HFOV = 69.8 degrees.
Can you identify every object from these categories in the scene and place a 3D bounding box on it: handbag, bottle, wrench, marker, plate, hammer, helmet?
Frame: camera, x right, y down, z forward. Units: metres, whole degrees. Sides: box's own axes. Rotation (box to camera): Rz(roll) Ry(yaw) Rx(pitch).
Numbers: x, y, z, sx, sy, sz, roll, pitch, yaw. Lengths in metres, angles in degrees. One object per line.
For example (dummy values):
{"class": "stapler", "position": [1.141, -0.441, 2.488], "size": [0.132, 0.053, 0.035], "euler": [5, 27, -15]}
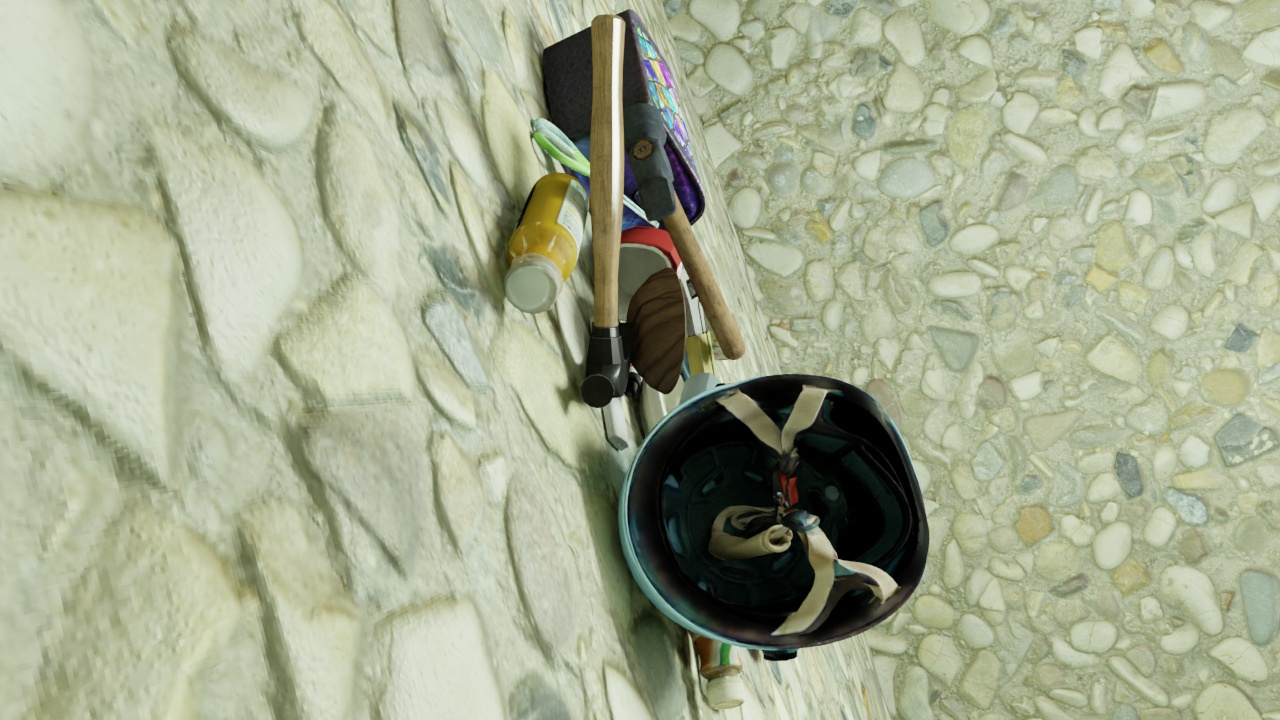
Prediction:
{"class": "handbag", "position": [-0.010, -0.259, 1.060], "size": [0.222, 0.126, 0.204], "euler": [49, 25, -54]}
{"class": "bottle", "position": [0.065, 0.231, 0.842], "size": [0.059, 0.059, 0.167], "euler": [55, 21, -52]}
{"class": "wrench", "position": [0.069, -0.012, 1.043], "size": [0.083, 0.018, 0.273], "euler": [-9, 88, -57]}
{"class": "marker", "position": [-0.006, 0.005, 0.951], "size": [0.145, 0.019, 0.019], "euler": [-79, 148, -66]}
{"class": "plate", "position": [0.036, 0.081, 0.985], "size": [0.182, 0.034, 0.182], "euler": [-18, 90, -78]}
{"class": "bottle", "position": [0.064, 0.068, 0.933], "size": [0.161, 0.046, 0.072], "euler": [-63, 134, -73]}
{"class": "hammer", "position": [0.055, -0.095, 0.912], "size": [0.322, 0.040, 0.129], "euler": [58, 17, -51]}
{"class": "helmet", "position": [0.097, 0.136, 0.773], "size": [0.167, 0.265, 0.225], "euler": [133, -51, -61]}
{"class": "bottle", "position": [-0.074, -0.094, 0.720], "size": [0.185, 0.053, 0.053], "euler": [-86, 155, -60]}
{"class": "hammer", "position": [-0.027, -0.123, 0.761], "size": [0.132, 0.040, 0.305], "euler": [-67, 158, -80]}

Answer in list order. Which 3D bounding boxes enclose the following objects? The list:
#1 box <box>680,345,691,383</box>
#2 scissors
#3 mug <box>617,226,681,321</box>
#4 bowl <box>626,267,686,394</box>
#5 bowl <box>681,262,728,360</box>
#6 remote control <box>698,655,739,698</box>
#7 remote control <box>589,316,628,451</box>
{"class": "box", "position": [0.022, -0.033, 1.092], "size": [0.209, 0.039, 0.126], "euler": [68, -9, -18]}
{"class": "scissors", "position": [-0.043, -0.184, 0.934], "size": [0.174, 0.033, 0.065], "euler": [30, 24, -30]}
{"class": "mug", "position": [-0.002, -0.076, 0.963], "size": [0.096, 0.080, 0.116], "euler": [-67, 166, -71]}
{"class": "bowl", "position": [0.009, -0.028, 0.859], "size": [0.119, 0.032, 0.119], "euler": [180, -89, -75]}
{"class": "bowl", "position": [0.057, -0.055, 1.156], "size": [0.145, 0.063, 0.145], "euler": [61, -10, 17]}
{"class": "remote control", "position": [0.073, 0.264, 0.893], "size": [0.060, 0.025, 0.138], "euler": [52, 28, -50]}
{"class": "remote control", "position": [-0.029, 0.019, 0.847], "size": [0.033, 0.012, 0.130], "euler": [52, 23, -57]}
